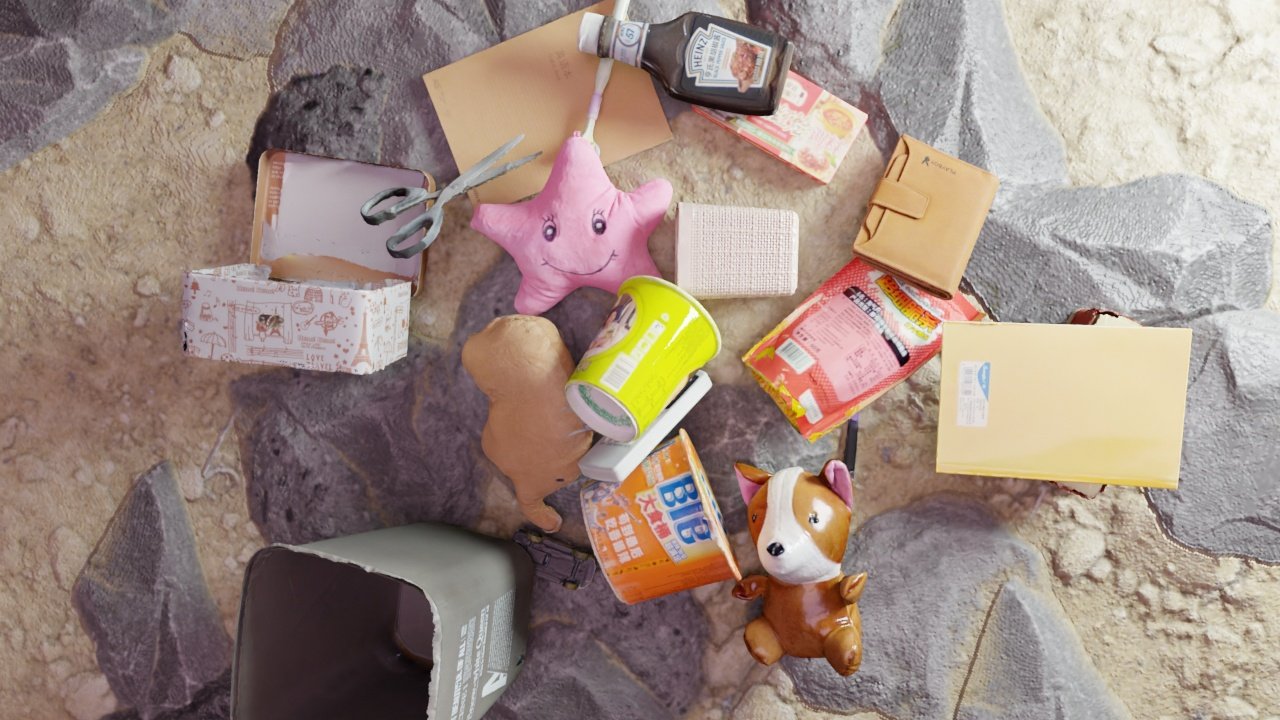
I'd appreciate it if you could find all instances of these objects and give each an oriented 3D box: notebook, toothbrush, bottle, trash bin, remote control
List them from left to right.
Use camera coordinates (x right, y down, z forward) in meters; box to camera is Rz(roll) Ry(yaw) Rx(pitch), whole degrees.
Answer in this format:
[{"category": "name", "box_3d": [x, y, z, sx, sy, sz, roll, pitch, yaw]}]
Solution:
[{"category": "trash bin", "box_3d": [-0.215, 0.252, 0.838, 0.199, 0.219, 0.199, 10, 96, 20]}, {"category": "notebook", "box_3d": [-0.092, -0.249, 0.903, 0.211, 0.012, 0.149, -21, 93, 5]}, {"category": "toothbrush", "box_3d": [-0.030, -0.288, 0.881, 0.020, 0.029, 0.189, 17, 94, 43]}, {"category": "remote control", "box_3d": [0.005, 0.058, 0.865, 0.149, 0.058, 0.021, -45, 118, -31]}, {"category": "bottle", "box_3d": [0.039, -0.282, 0.847, 0.195, 0.044, 0.080, 14, 94, 3]}, {"category": "toothbrush", "box_3d": [0.207, 0.112, 0.913, 0.014, 0.017, 0.189, 5, 94, -4]}, {"category": "notebook", "box_3d": [0.378, 0.038, 0.830, 0.206, 0.010, 0.146, 2, 97, 14]}]

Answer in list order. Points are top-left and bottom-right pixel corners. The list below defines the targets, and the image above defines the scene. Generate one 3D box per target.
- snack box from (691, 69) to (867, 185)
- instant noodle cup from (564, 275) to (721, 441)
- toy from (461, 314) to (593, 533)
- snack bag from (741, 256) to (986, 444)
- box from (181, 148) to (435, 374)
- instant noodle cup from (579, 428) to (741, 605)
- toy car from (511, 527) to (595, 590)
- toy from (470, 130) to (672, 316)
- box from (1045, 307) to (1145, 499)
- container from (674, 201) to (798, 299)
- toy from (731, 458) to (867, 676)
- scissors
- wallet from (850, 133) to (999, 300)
[{"category": "snack box", "box_3d": [0.132, -0.238, 0.880, 0.153, 0.025, 0.075, 30, 97, 1]}, {"category": "instant noodle cup", "box_3d": [-0.005, 0.005, 0.834, 0.111, 0.112, 0.123, 37, 62, 0]}, {"category": "toy", "box_3d": [-0.103, 0.066, 0.892, 0.144, 0.082, 0.226, -6, 99, 46]}, {"category": "snack bag", "box_3d": [0.209, -0.025, 0.879, 0.208, 0.073, 0.128, -39, 81, 0]}, {"category": "box", "box_3d": [-0.308, -0.095, 0.859, 0.181, 0.158, 0.205, 9, 96, 3]}, {"category": "instant noodle cup", "box_3d": [0.017, 0.153, 0.861, 0.111, 0.151, 0.151, -22, 93, 5]}, {"category": "toy car", "box_3d": [-0.089, 0.200, 0.932, 0.090, 0.035, 0.042, 20, 98, 3]}, {"category": "toy", "box_3d": [-0.065, -0.128, 0.877, 0.194, 0.074, 0.179, -2, 110, 2]}, {"category": "box", "box_3d": [0.423, 0.041, 0.860, 0.091, 0.077, 0.168, 25, 97, 2]}, {"category": "container", "box_3d": [0.088, -0.102, 0.866, 0.111, 0.090, 0.090, 0, 95, 1]}, {"category": "toy", "box_3d": [0.149, 0.193, 0.879, 0.140, 0.130, 0.199, -3, 88, 27]}, {"category": "scissors", "box_3d": [-0.173, -0.151, 0.839, 0.163, 0.014, 0.165, 2, 55, 10]}, {"category": "wallet", "box_3d": [0.267, -0.135, 0.861, 0.108, 0.031, 0.131, 26, 77, 2]}]
